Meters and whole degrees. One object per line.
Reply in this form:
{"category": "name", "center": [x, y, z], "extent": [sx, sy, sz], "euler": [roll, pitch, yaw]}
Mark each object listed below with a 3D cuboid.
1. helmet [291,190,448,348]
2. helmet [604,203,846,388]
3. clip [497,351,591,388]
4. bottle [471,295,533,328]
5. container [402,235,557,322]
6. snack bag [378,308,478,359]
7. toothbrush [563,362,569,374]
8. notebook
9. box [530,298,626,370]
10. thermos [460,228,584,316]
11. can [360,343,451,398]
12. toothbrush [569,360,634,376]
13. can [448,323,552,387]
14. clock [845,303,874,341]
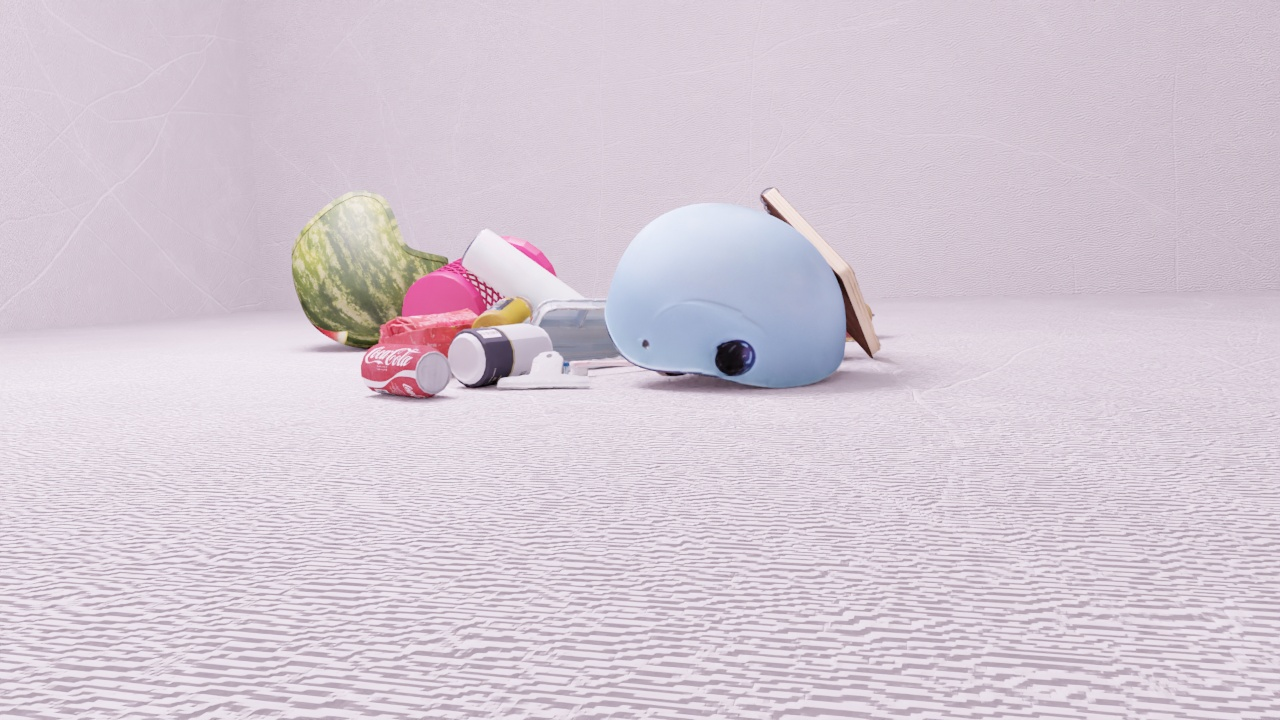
{"category": "helmet", "center": [-0.465, -0.138, 1.576], "extent": [0.242, 0.247, 0.213], "euler": [-46, 4, -19]}
{"category": "helmet", "center": [0.099, -0.074, 0.980], "extent": [0.266, 0.167, 0.224], "euler": [15, 34, 6]}
{"category": "clip", "center": [-0.101, 0.015, 0.993], "extent": [0.101, 0.038, 0.054], "euler": [0, 19, 5]}
{"category": "bottle", "center": [-0.172, -0.051, 1.182], "extent": [0.053, 0.053, 0.186], "euler": [-1, 13, 4]}
{"category": "container", "center": [-0.249, -0.086, 1.404], "extent": [0.183, 0.183, 0.225], "euler": [0, 14, 18]}
{"category": "snack bag", "center": [-0.251, -0.022, 1.136], "extent": [0.082, 0.082, 0.176], "euler": [1, 7, 24]}
{"category": "toothbrush", "center": [-0.138, 0.010, 1.129], "extent": [0.135, 0.017, 0.021], "euler": [0, 2, 37]}
{"category": "notebook", "center": [0.222, -0.107, 1.122], "extent": [0.024, 0.167, 0.225], "euler": [-38, -32, 4]}
{"category": "box", "center": [-0.037, -0.010, 1.212], "extent": [0.216, 0.109, 0.108], "euler": [-3, -37, -28]}
{"category": "thermos", "center": [-0.143, -0.095, 1.301], "extent": [0.230, 0.068, 0.068], "euler": [35, 6, -1]}
{"category": "can", "center": [-0.243, 0.010, 0.949], "extent": [0.097, 0.054, 0.053], "euler": [3, 8, 41]}
{"category": "toothbrush", "center": [-0.007, 0.007, 1.117], "extent": [0.180, 0.018, 0.016], "euler": [-3, 7, -34]}
{"category": "can", "center": [-0.154, -0.007, 1.042], "extent": [0.064, 0.064, 0.127], "euler": [3, 7, 36]}
{"category": "clock", "center": [0.310, -0.076, 1.488], "extent": [0.158, 0.081, 0.117], "euler": [-6, 7, -38]}
